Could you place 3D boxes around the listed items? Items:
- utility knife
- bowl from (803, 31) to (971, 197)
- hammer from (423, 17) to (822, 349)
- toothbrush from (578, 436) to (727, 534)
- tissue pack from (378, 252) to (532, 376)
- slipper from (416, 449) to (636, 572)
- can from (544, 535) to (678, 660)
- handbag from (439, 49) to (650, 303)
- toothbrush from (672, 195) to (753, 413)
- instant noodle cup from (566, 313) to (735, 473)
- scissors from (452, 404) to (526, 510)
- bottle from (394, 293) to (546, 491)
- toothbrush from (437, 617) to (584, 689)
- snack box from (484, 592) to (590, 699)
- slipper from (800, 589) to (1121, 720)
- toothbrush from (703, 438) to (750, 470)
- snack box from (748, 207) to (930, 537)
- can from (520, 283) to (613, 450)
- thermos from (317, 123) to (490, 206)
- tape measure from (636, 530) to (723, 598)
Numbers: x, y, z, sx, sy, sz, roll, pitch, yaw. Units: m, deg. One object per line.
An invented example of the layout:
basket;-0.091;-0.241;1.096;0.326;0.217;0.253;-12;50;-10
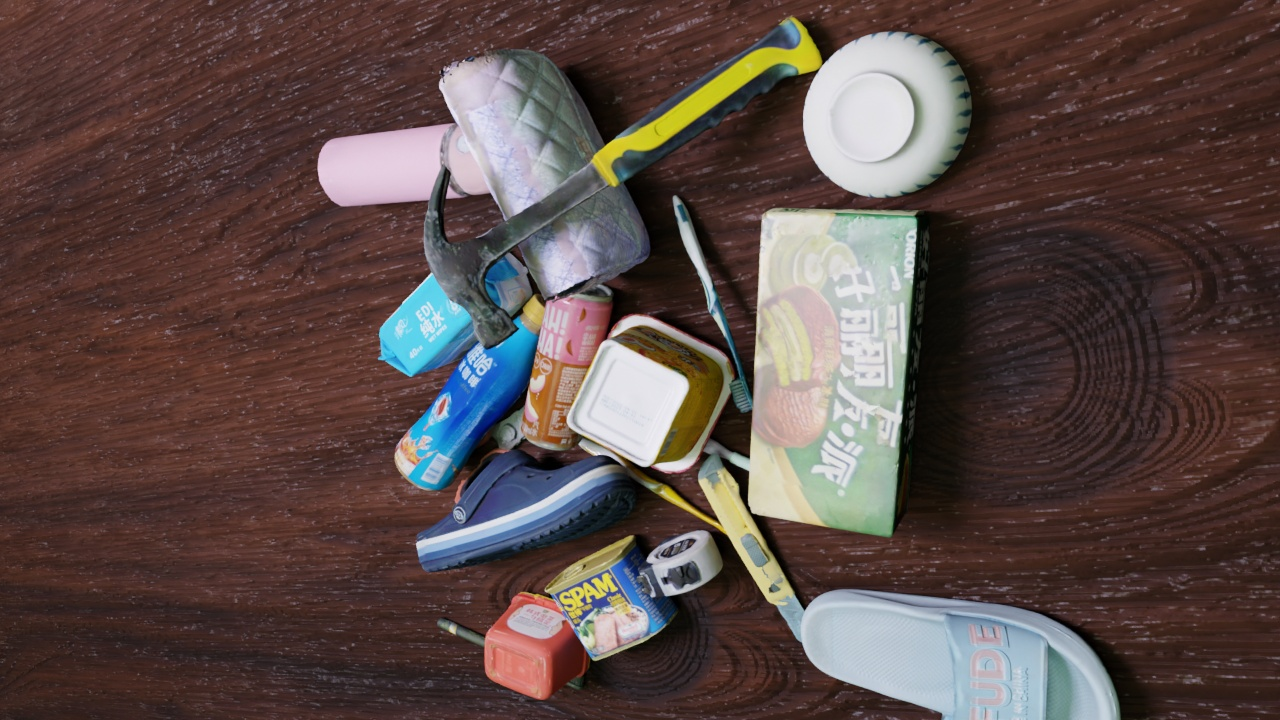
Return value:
utility knife;0.103;0.168;0.799;0.031;0.021;0.198;-28;103;18
bowl;0.167;-0.171;0.643;0.117;0.066;0.116;8;108;25
hammer;-0.013;-0.149;0.663;0.323;0.032;0.126;-35;93;-4
toothbrush;0.020;0.113;0.834;0.191;0.016;0.018;29;105;17
tissue pack;-0.172;-0.046;0.844;0.140;0.089;0.063;-38;84;30
slipper;-0.112;0.134;0.866;0.253;0.105;0.095;-25;75;30
can;-0.027;0.225;0.867;0.102;0.057;0.083;-32;91;31
handbag;-0.071;-0.151;0.736;0.076;0.133;0.194;-27;92;31
toothbrush;0.056;-0.047;0.741;0.018;0.016;0.191;-21;78;12
instant noodle cup;0.003;0.029;0.737;0.116;0.123;0.116;27;98;11
scissors;-0.132;0.088;0.907;0.206;0.015;0.197;13;109;24
bottle;-0.151;0.028;0.863;0.065;0.065;0.219;42;108;11
toothbrush;-0.140;0.308;0.977;0.186;0.012;0.017;15;105;23
snack box;-0.104;0.283;0.911;0.091;0.080;0.082;12;109;25
slipper;0.241;0.243;0.721;0.246;0.074;0.104;7;107;27
toothbrush;0.048;0.068;0.803;0.189;0.029;0.021;23;158;20
snack box;0.149;0.006;0.696;0.115;0.063;0.240;7;102;25
can;-0.065;0.004;0.813;0.058;0.057;0.147;21;110;21
thermos;-0.197;-0.188;0.836;0.199;0.067;0.087;0;75;28
tape measure;0.038;0.180;0.813;0.066;0.065;0.033;-20;99;33
